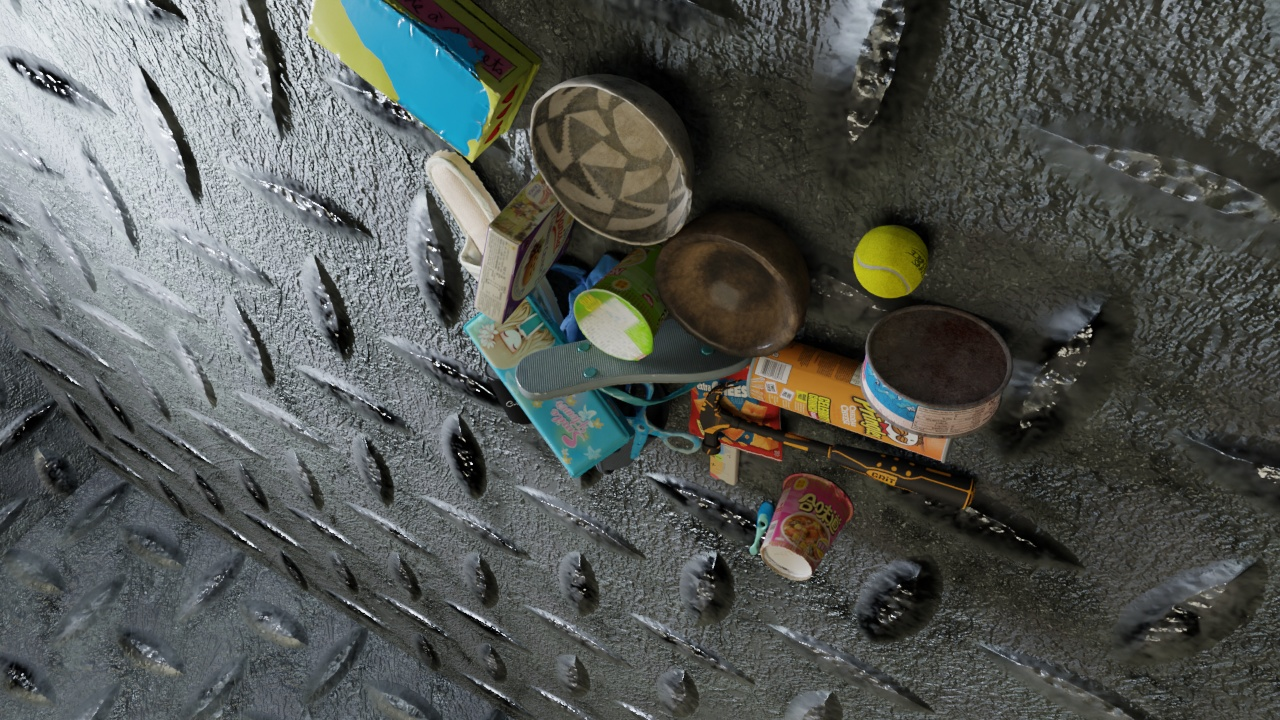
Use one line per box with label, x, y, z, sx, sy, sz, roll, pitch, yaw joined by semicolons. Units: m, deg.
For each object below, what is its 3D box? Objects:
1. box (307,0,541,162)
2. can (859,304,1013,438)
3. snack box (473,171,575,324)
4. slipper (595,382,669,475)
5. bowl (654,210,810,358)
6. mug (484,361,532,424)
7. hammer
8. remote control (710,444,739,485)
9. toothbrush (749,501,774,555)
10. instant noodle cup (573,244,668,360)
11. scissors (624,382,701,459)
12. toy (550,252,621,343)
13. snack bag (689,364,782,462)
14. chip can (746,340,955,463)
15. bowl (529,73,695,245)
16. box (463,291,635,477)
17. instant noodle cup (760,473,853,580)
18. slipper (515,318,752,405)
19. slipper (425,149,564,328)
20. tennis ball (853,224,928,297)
box;-0.221;-0.320;0.938;0.221;0.082;0.125;36;146;-4
can;0.273;0.008;0.852;0.130;0.129;0.044;20;142;21
snack box;-0.119;-0.134;1.001;0.040;0.147;0.144;31;145;5
slipper;-0.002;0.054;1.175;0.082;0.101;0.264;19;136;11
bowl;0.100;-0.085;0.942;0.162;0.070;0.162;23;143;18
mug;-0.150;0.030;1.289;0.114;0.078;0.088;-10;129;14
hammer;0.221;0.103;1.055;0.321;0.036;0.123;16;133;15
remote control;0.112;0.125;1.218;0.038;0.018;0.126;21;144;20
toothbrush;0.172;0.236;1.300;0.022;0.017;0.135;25;141;16
instant noodle cup;-0.005;-0.071;1.013;0.099;0.107;0.099;22;142;18
scissors;0.009;0.073;1.115;0.134;0.011;0.140;10;129;13
toy;-0.071;-0.056;1.117;0.113;0.070;0.177;34;133;41
snack bag;0.113;0.053;1.115;0.131;0.039;0.144;15;134;25
chip can;0.226;0.037;0.970;0.215;0.075;0.075;19;141;22
bowl;-0.015;-0.206;0.890;0.178;0.081;0.179;23;143;19
box;-0.126;0.037;1.117;0.227;0.085;0.170;54;139;-1
instant noodle cup;0.205;0.216;1.166;0.098;0.108;0.098;23;144;18
slipper;-0.006;0.006;1.045;0.269;0.098;0.055;-7;136;-1
slipper;-0.183;-0.132;1.131;0.115;0.054;0.273;8;134;56
tennis ball;0.227;-0.090;0.834;0.065;0.065;0.065;23;143;18
